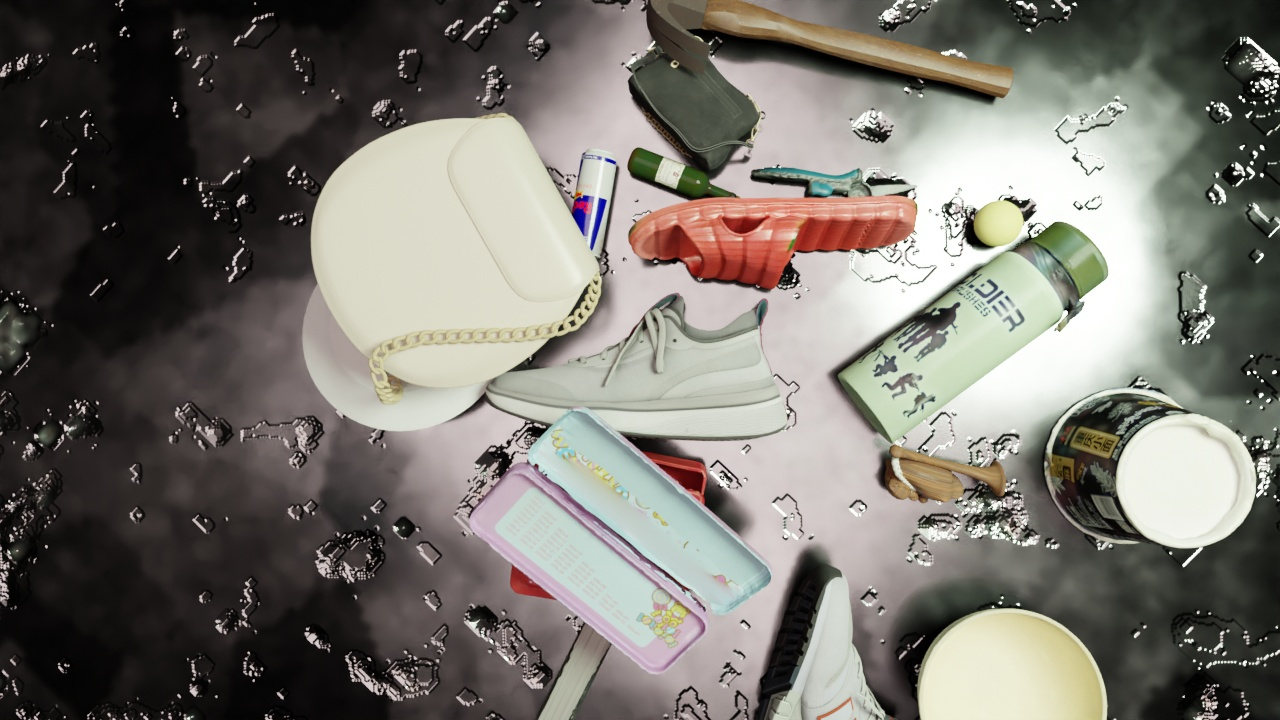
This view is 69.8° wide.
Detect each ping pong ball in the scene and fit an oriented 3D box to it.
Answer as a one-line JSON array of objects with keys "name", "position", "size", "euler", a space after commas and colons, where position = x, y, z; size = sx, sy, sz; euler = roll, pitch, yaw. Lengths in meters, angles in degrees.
[{"name": "ping pong ball", "position": [0.311, -0.119, 0.798], "size": [0.040, 0.040, 0.040], "euler": [0, 90, 4]}]

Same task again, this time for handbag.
[{"name": "handbag", "position": [0.050, -0.230, 0.810], "size": [0.079, 0.054, 0.128], "euler": [-43, 85, -1]}, {"name": "handbag", "position": [-0.157, -0.086, 0.757], "size": [0.208, 0.103, 0.210], "euler": [-29, 96, -2]}]

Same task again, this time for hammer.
[{"name": "hammer", "position": [0.164, -0.278, 0.799], "size": [0.323, 0.033, 0.115], "euler": [13, 61, -1]}]

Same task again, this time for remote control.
[{"name": "remote control", "position": [-0.054, 0.279, 0.841], "size": [0.033, 0.013, 0.136], "euler": [26, 91, 3]}]

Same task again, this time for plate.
[{"name": "plate", "position": [-0.212, -0.031, 0.824], "size": [0.188, 0.016, 0.188], "euler": [0, 77, 1]}]

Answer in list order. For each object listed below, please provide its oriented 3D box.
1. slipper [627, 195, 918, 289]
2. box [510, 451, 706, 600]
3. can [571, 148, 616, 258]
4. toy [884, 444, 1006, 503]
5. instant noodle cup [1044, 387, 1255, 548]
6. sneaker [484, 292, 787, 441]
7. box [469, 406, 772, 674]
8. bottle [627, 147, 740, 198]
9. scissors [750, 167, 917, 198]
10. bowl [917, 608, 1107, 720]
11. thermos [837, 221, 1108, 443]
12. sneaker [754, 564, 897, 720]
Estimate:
[{"name": "slipper", "position": [0.114, -0.096, 0.782], "size": [0.249, 0.104, 0.059], "euler": [-3, 76, -3]}, {"name": "box", "position": [-0.026, 0.142, 0.805], "size": [0.157, 0.110, 0.134], "euler": [10, 102, 0]}, {"name": "can", "position": [-0.044, -0.141, 0.827], "size": [0.032, 0.032, 0.095], "euler": [10, 91, 4]}, {"name": "toy", "position": [0.259, 0.103, 0.802], "size": [0.102, 0.041, 0.055], "euler": [15, 127, -4]}, {"name": "instant noodle cup", "position": [0.423, 0.094, 0.756], "size": [0.137, 0.112, 0.137], "euler": [0, 91, 4]}, {"name": "sneaker", "position": [-0.005, 0.005, 0.800], "size": [0.263, 0.097, 0.128], "euler": [0, 84, 3]}, {"name": "box", "position": [-0.015, 0.146, 0.733], "size": [0.214, 0.034, 0.151], "euler": [41, 113, -9]}, {"name": "bottle", "position": [0.040, -0.163, 0.824], "size": [0.106, 0.025, 0.025], "euler": [22, 92, 4]}, {"name": "scissors", "position": [0.164, -0.148, 0.819], "size": [0.148, 0.019, 0.123], "euler": [38, 92, 1]}, {"name": "bowl", "position": [0.305, 0.282, 0.782], "size": [0.151, 0.075, 0.150], "euler": [0, 85, 4]}, {"name": "thermos", "position": [0.286, -0.024, 0.781], "size": [0.231, 0.082, 0.082], "euler": [-37, 88, 3]}, {"name": "sneaker", "position": [0.175, 0.302, 0.796], "size": [0.124, 0.088, 0.240], "euler": [16, 100, -1]}]
